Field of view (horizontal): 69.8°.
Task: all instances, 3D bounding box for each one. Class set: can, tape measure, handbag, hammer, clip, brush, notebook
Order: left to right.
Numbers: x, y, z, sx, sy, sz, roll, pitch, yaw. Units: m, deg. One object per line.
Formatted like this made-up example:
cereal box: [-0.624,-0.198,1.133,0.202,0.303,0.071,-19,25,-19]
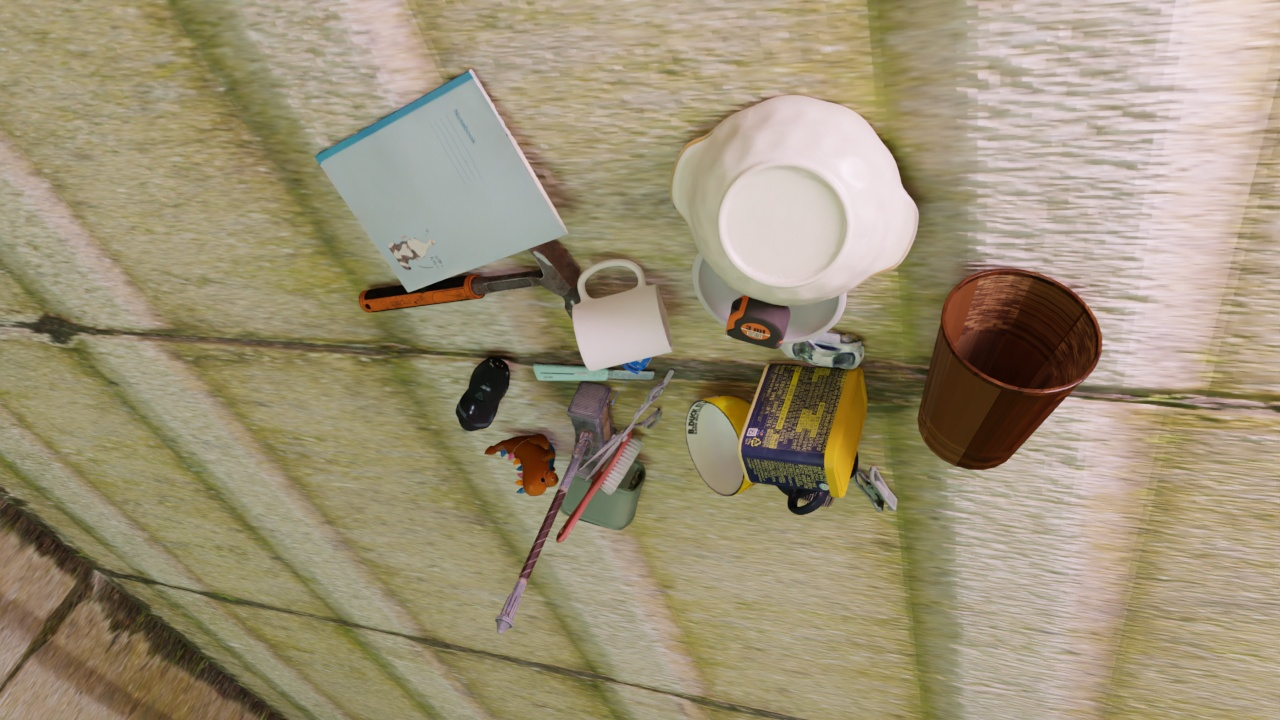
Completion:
notebook: [-0.212,-0.174,0.950,0.254,0.009,0.181,-13,117,37]
hammer: [-0.213,-0.092,1.059,0.315,0.034,0.138,-4,134,31]
hammer: [-0.103,0.176,1.088,0.044,0.321,0.099,12,141,14]
brush: [-0.051,0.166,1.180,0.030,0.172,0.041,36,166,-10]
handbag: [-0.051,0.174,1.267,0.106,0.067,0.122,20,142,5]
tape measure: [0.114,-0.043,0.880,0.058,0.038,0.059,15,155,11]
brush: [0.182,0.160,1.175,0.136,0.015,0.050,16,143,9]
can: [0.174,0.070,0.978,0.104,0.134,0.075,5,139,26]
clip: [0.285,0.156,1.114,0.042,0.023,0.076,-14,131,36]

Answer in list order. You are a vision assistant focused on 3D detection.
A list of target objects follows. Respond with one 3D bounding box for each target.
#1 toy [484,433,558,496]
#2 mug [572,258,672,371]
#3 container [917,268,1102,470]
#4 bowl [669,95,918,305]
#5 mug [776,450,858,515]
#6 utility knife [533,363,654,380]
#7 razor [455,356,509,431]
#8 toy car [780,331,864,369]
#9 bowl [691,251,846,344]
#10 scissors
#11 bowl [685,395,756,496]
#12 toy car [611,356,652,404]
toy: [-0.164,0.146,1.264,0.103,0.090,0.071,-1,141,-4]
mug: [-0.023,-0.052,0.971,0.090,0.073,0.110,-14,95,8]
container: [0.327,0.018,0.853,0.132,0.131,0.167,14,147,11]
bowl: [0.125,-0.124,0.781,0.219,0.060,0.189,18,120,8]
mug: [0.197,0.129,1.058,0.071,0.104,0.078,32,142,-20]
utility knife: [-0.057,0.015,1.126,0.166,0.015,0.022,1,106,24]
razor: [-0.205,0.045,1.192,0.053,0.063,0.141,26,143,-6]
toy car: [0.188,-0.011,0.958,0.090,0.027,0.039,10,142,16]
bowl: [0.127,-0.083,0.891,0.149,0.043,0.150,14,141,11]
scissors: [-0.014,0.078,1.097,0.014,0.141,0.158,42,129,21]
bowl: [0.112,0.094,1.073,0.117,0.067,0.117,38,136,48]
toy car: [-0.006,0.006,1.047,0.033,0.061,0.092,27,142,-6]
